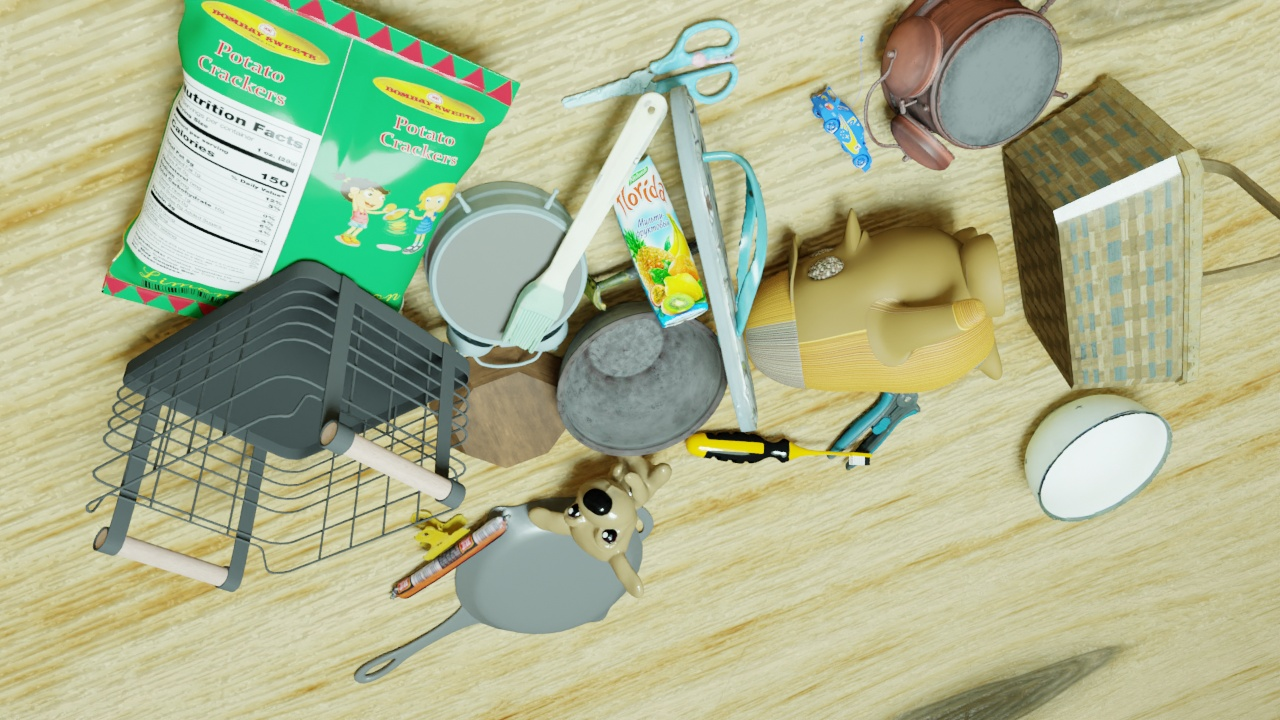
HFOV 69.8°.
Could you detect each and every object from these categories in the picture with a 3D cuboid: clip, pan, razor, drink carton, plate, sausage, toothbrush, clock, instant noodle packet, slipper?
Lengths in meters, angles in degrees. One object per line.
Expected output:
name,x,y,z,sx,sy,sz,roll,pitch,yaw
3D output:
clip,-0.191,0.165,0.852,0.053,0.039,0.047,-36,135,12
pan,-0.143,0.249,0.936,0.355,0.024,0.216,-30,128,6
razor,0.003,-0.075,0.743,0.105,0.042,0.026,-24,121,-12
drink carton,0.010,-0.089,0.690,0.044,0.038,0.129,-21,90,-1
plate,-0.112,0.045,0.795,0.131,0.025,0.131,-8,127,-12
sausage,-0.182,0.190,0.877,0.155,0.020,0.020,-36,128,16
toothbrush,0.138,0.088,0.898,0.196,0.031,0.030,5,81,-16
clock,0.237,-0.212,0.689,0.157,0.072,0.121,-24,128,-1
instant noodle packet,-0.221,-0.112,0.604,0.195,0.090,0.253,17,124,-27
slipper,0.073,-0.076,0.693,0.055,0.098,0.269,-10,111,8
clock,-0.103,-0.061,0.709,0.122,0.045,0.160,-5,124,-14

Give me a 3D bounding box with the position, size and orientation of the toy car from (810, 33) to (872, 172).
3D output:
toy car,0.168,-0.195,0.701,0.062,0.033,0.092,-38,127,20

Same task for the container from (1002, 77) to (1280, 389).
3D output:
container,0.432,-0.106,0.780,0.186,0.157,0.250,-19,129,10

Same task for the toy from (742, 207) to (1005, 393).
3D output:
toy,0.183,-0.045,0.759,0.203,0.198,0.162,-10,100,13

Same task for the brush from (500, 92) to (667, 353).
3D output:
brush,-0.041,-0.096,0.668,0.033,0.012,0.218,20,115,-28

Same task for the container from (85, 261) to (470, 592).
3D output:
container,-0.247,0.058,0.643,0.242,0.130,0.162,-23,142,25

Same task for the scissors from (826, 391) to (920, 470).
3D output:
scissors,0.250,0.058,0.921,0.129,0.019,0.138,-10,122,-3

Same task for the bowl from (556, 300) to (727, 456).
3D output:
bowl,-0.004,0.005,0.773,0.145,0.067,0.145,-8,127,-12

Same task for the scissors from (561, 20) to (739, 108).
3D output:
scissors,0.008,-0.202,0.666,0.138,0.015,0.063,-16,132,2

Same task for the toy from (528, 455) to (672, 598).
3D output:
toy,-0.023,0.134,0.846,0.108,0.134,0.106,-49,156,-23

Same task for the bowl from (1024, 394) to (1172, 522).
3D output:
bowl,0.481,0.096,0.990,0.153,0.072,0.154,-8,127,-11
